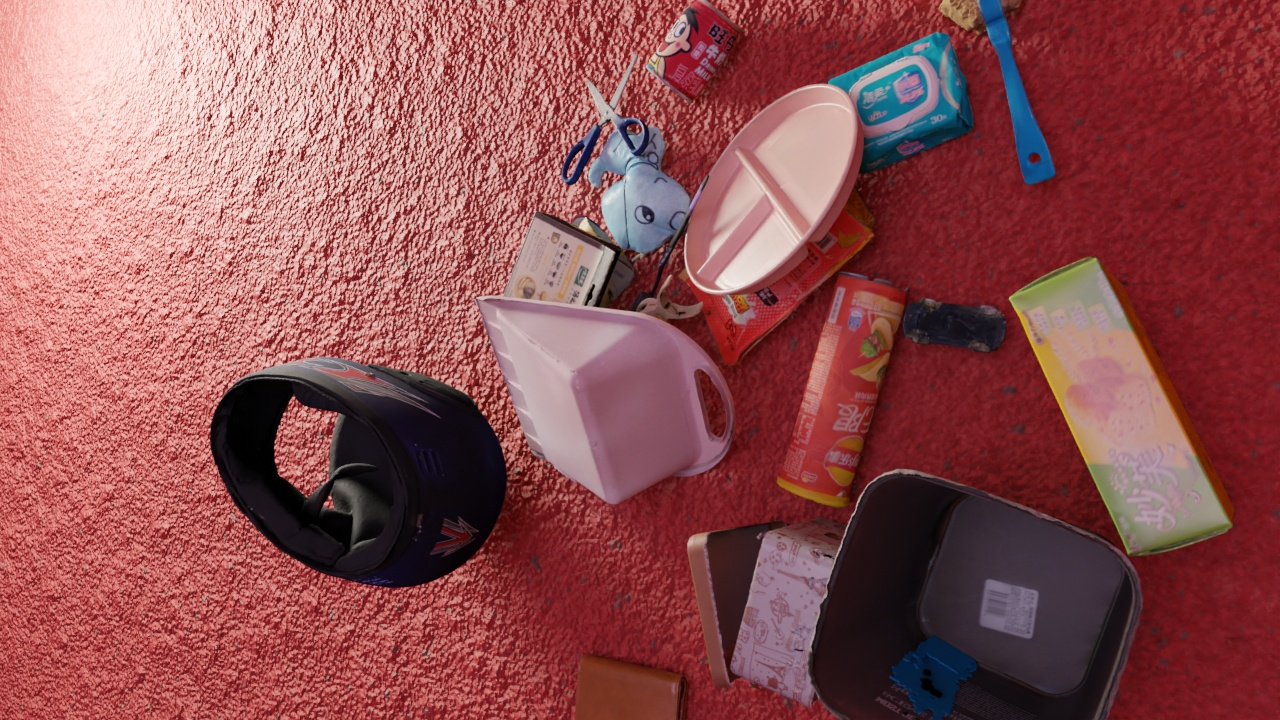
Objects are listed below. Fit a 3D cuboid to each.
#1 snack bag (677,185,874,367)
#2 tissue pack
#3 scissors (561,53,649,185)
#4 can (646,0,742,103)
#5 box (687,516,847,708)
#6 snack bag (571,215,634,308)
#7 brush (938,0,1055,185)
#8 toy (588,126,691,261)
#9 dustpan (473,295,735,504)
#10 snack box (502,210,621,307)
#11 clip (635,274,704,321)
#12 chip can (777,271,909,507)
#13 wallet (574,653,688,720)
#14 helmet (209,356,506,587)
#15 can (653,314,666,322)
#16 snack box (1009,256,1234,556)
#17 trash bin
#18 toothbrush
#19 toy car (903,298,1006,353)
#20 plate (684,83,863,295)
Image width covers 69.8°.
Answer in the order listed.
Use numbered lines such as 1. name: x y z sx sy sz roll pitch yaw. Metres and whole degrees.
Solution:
1. snack bag: 0.134 -0.101 0.932 0.208 0.073 0.128 -42 59 31
2. tissue pack: 0.243 -0.243 0.878 0.134 0.050 0.093 -20 75 30
3. scissors: -0.037 -0.274 1.054 0.162 0.012 0.175 36 96 46
4. can: 0.059 -0.337 0.994 0.066 0.066 0.094 48 110 26
5. box: 0.128 0.216 0.839 0.148 0.181 0.146 17 94 28
6. snack bag: -0.096 -0.070 1.087 0.110 0.038 0.191 48 111 14
7. brush: 0.326 -0.276 0.827 0.083 0.045 0.254 -17 71 26
8. toy: -0.002 -0.187 1.030 0.162 0.049 0.156 12 90 37
9. dustpan: -0.034 0.034 0.986 0.273 0.138 0.223 33 145 48
10. snack box: -0.084 -0.091 1.027 0.126 0.053 0.113 29 105 25
11. clip: 0.020 -0.053 0.989 0.070 0.034 0.100 41 144 -14
12. chip can: 0.192 0.027 0.876 0.073 0.073 0.216 17 95 32
13. wallet: -0.012 0.384 0.998 0.132 0.031 0.107 0 83 33
14. helmet: -0.305 0.121 1.075 0.315 0.240 0.247 28 101 19
15. can: -0.006 0.006 0.991 0.083 0.057 0.102 -5 121 34
16. snack box: 0.374 0.035 0.709 0.070 0.157 0.210 -27 72 29
17. trash bin: 0.274 0.198 0.722 0.199 0.219 0.198 20 96 31
18. toothbrush: 0.031 -0.121 0.989 0.014 0.016 0.189 -95 27 -50
19. toy car: 0.289 -0.031 0.842 0.091 0.034 0.043 9 88 30
20. plate: 0.127 -0.162 0.891 0.230 0.028 0.229 -40 35 35
